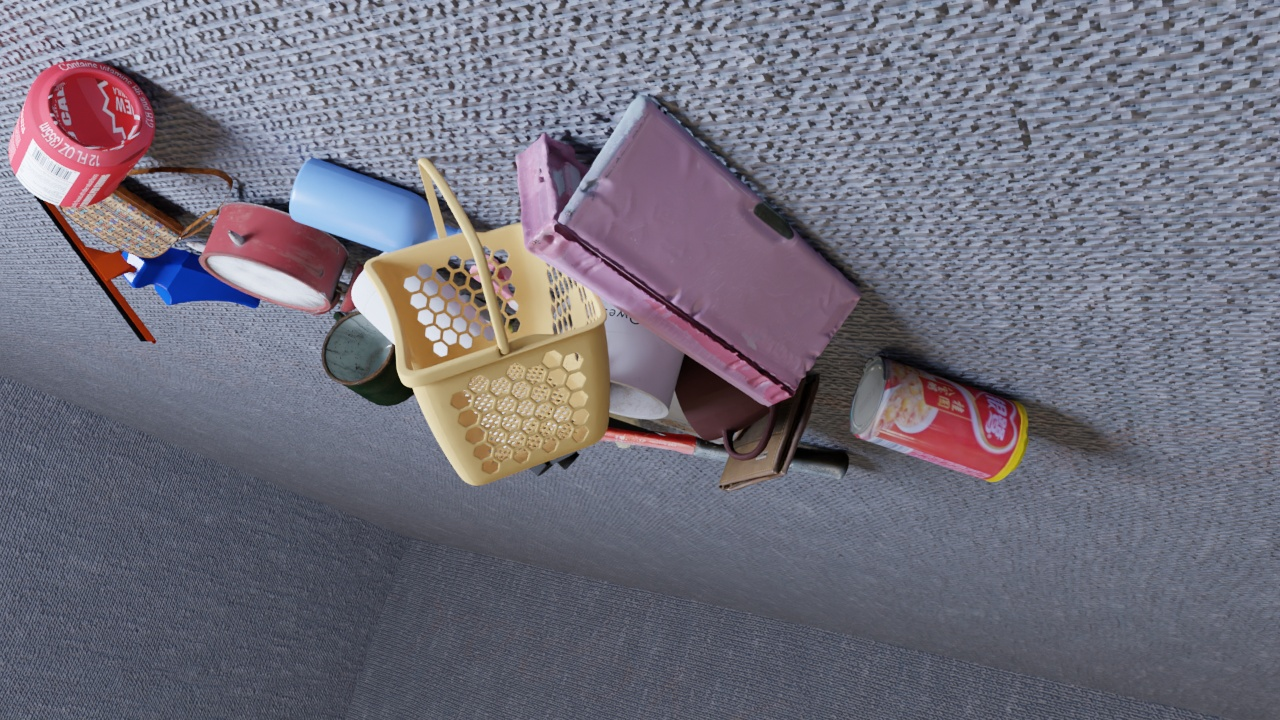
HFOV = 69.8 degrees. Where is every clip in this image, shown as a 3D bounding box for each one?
[{"bbox_3d":[-0.115,-0.061,0.756,0.060,0.044,0.023,13,163,-36],"label":"clip"}]

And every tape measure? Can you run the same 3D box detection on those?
[{"bbox_3d":[-0.158,-0.039,0.875,0.064,0.016,0.065,29,157,-34],"label":"tape measure"}]

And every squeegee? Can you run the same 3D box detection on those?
[{"bbox_3d":[-0.459,-0.083,0.917,0.249,0.055,0.184,41,-171,28],"label":"squeegee"}]

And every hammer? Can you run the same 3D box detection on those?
[{"bbox_3d":[0.058,0.084,0.958,0.326,0.036,0.141,9,149,-4],"label":"hammer"}]

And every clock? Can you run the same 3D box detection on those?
[{"bbox_3d":[-0.295,-0.084,0.794,0.110,0.061,0.156,-2,155,42],"label":"clock"}]

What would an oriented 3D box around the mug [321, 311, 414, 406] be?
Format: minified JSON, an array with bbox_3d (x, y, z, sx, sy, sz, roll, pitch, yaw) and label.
[{"bbox_3d":[-0.291,-0.009,0.989,0.111,0.085,0.081,46,176,26],"label":"mug"}]

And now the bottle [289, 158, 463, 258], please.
[{"bbox_3d":[-0.183,-0.103,0.670,0.131,0.048,0.048,19,161,-7],"label":"bottle"}]

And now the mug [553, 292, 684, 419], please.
[{"bbox_3d":[-0.022,-0.017,0.705,0.120,0.096,0.083,4,158,31],"label":"mug"}]

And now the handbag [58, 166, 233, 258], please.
[{"bbox_3d":[-0.412,-0.143,0.789,0.196,0.043,0.093,-9,147,34],"label":"handbag"}]

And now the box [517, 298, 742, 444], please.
[{"bbox_3d":[-0.005,0.005,0.846,0.217,0.095,0.115,20,133,-15],"label":"box"}]

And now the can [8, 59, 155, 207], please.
[{"bbox_3d":[-0.401,-0.157,0.655,0.074,0.074,0.143,29,157,-33],"label":"can"}]

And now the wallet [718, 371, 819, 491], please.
[{"bbox_3d":[0.114,0.066,0.827,0.027,0.098,0.121,28,160,-11],"label":"wallet"}]

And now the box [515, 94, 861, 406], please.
[{"bbox_3d":[0.043,-0.069,0.571,0.107,0.099,0.232,-36,132,25],"label":"box"}]

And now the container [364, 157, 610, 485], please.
[{"bbox_3d":[-0.100,-0.037,0.590,0.183,0.129,0.167,-129,24,-55],"label":"container"}]

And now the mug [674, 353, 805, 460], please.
[{"bbox_3d":[0.085,0.023,0.727,0.089,0.113,0.087,-20,151,25],"label":"mug"}]

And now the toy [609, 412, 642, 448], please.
[{"bbox_3d":[-0.042,0.063,1.015,0.087,0.050,0.112,6,144,17],"label":"toy"}]

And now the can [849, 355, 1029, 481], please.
[{"bbox_3d":[0.232,0.046,0.720,0.124,0.066,0.067,18,161,-5],"label":"can"}]

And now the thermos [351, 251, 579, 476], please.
[{"bbox_3d":[-0.133,-0.003,0.751,0.230,0.068,0.101,44,148,3],"label":"thermos"}]
